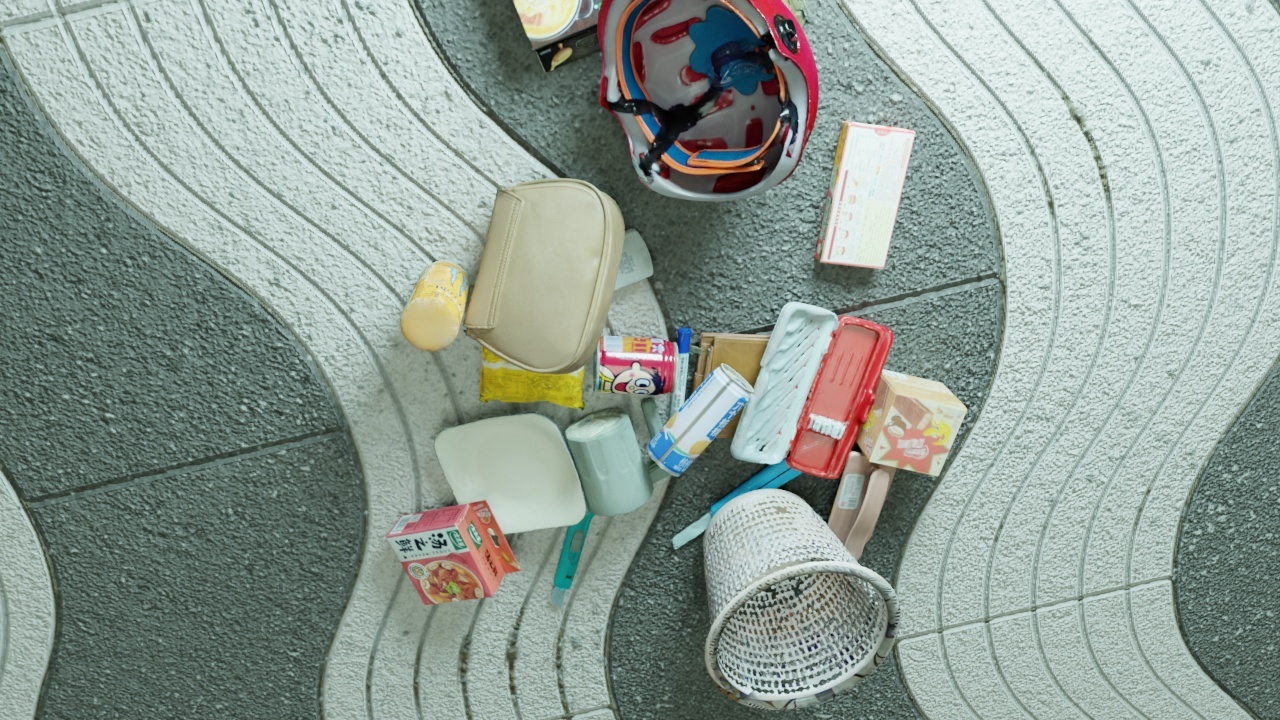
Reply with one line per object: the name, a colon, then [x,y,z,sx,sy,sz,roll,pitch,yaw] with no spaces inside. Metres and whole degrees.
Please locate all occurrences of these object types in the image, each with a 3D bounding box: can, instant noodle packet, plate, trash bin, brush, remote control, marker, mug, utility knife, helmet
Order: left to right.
can: [-0.214,-0.061,0.970,0.058,0.146,0.058,-2,112,-5]
plate: [-0.152,0.132,1.100,0.164,0.034,0.164,-10,116,15]
instant noodle packet: [-0.120,0.003,1.059,0.128,0.044,0.111,6,118,-3]
utility knife: [-0.086,0.244,1.175,0.029,0.013,0.178,13,110,-9]
remote control: [-0.061,-0.097,1.035,0.150,0.021,0.058,-22,109,4]
mug: [-0.021,0.112,1.101,0.123,0.084,0.103,-27,113,-23]
can: [-0.006,0.006,1.057,0.094,0.066,0.067,3,112,-6]
marker: [0.046,0.030,1.095,0.017,0.017,0.146,2,115,-6]
can: [0.069,0.068,1.059,0.053,0.053,0.135,37,103,-17]
helmet: [0.074,-0.285,0.895,0.207,0.143,0.240,-6,120,36]
utility knife: [0.123,0.179,1.166,0.208,0.018,0.034,-36,111,11]
trash bin: [0.168,0.268,1.100,0.227,0.192,0.228,-5,120,-8]
brush: [0.273,0.183,1.150,0.063,0.073,0.146,8,113,-9]

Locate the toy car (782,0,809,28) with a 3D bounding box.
toy car: [0.112,-0.390,0.923,0.070,0.042,0.158,-31,109,7]

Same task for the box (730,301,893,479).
box: [0.202,0.038,1.089,0.160,0.050,0.201,14,105,-18]

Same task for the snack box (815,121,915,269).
snack box: [0.249,-0.183,1.024,0.077,0.027,0.156,5,112,-7]

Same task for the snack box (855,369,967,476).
snack box: [0.322,0.074,1.107,0.092,0.077,0.094,13,111,-10]

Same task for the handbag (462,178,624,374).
handbag: [-0.098,-0.090,0.974,0.148,0.099,0.204,15,92,12]

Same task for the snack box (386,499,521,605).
snack box: [-0.228,0.238,1.126,0.127,0.044,0.113,-14,113,21]

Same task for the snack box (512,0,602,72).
snack box: [-0.070,-0.368,0.914,0.113,0.053,0.126,-22,107,4]

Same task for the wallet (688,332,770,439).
wallet: [0.110,0.032,1.095,0.119,0.035,0.131,4,110,-5]
